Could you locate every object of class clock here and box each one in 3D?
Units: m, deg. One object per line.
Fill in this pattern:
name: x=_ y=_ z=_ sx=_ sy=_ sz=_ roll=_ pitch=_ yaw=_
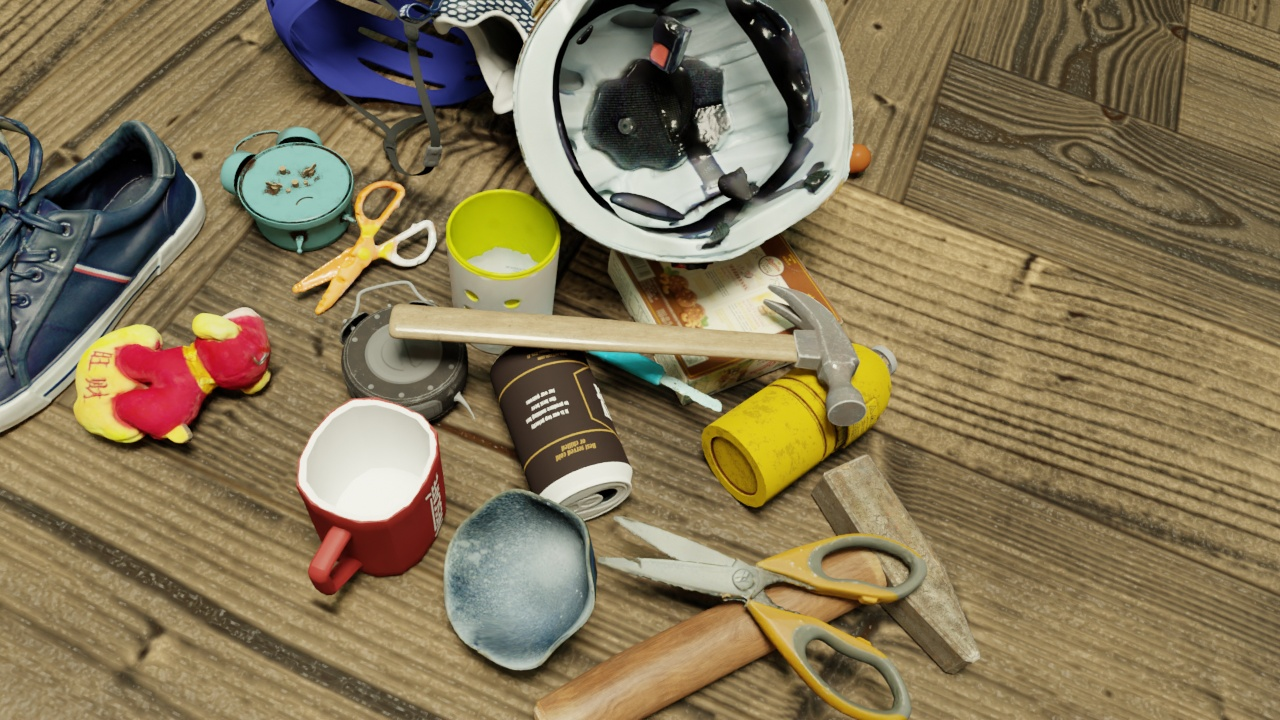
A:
clock: x=-0.290 y=-0.144 z=0.758 sx=0.089 sy=0.053 sz=0.124 roll=-32 pitch=68 yaw=-26
clock: x=-0.177 y=0.000 z=0.689 sx=0.091 sy=0.044 sz=0.122 roll=-15 pitch=61 yaw=-17

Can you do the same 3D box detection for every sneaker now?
sneaker: x=-0.081 y=-0.249 z=0.771 sx=0.103 sy=0.269 sz=0.132 roll=6 pitch=70 yaw=41
sneaker: x=-0.441 y=-0.069 z=0.649 sx=0.121 sy=0.127 sz=0.293 roll=26 pitch=60 yaw=7

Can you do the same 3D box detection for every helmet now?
helmet: x=-0.220 y=-0.265 z=0.783 sx=0.241 sy=0.148 sz=0.227 roll=11 pitch=54 yaw=-17
helmet: x=0.018 y=-0.191 z=0.710 sx=0.263 sy=0.164 sz=0.236 roll=-24 pitch=101 yaw=-16

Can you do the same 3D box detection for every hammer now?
hammer: x=-0.008 y=-0.014 z=0.654 sx=0.331 sy=0.031 sz=0.119 roll=2 pitch=46 yaw=-5
hammer: x=0.072 y=0.187 z=0.613 sx=0.300 sy=0.037 sz=0.158 roll=-20 pitch=63 yaw=-19

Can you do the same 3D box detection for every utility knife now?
utility knife: x=-0.004 y=0.004 z=0.706 sx=0.158 sy=0.015 sz=0.022 roll=29 pitch=54 yaw=29

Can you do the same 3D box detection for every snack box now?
snack box: x=0.067 y=-0.053 z=0.759 sx=0.146 sy=0.041 sz=0.143 roll=-20 pitch=63 yaw=-19

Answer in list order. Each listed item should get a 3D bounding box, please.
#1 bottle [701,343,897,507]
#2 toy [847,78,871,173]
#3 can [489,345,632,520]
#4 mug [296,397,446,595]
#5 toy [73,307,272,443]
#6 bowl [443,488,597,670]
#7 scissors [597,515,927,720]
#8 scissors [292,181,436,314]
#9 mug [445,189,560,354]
bottle: x=0.131 y=0.039 z=0.695 sx=0.163 sy=0.071 sz=0.071 roll=-31 pitch=67 yaw=-24
toy: x=0.175 y=-0.239 z=0.858 sx=0.065 sy=0.094 sz=0.127 roll=-2 pitch=93 yaw=32
can: x=-0.058 y=0.046 z=0.661 sx=0.071 sy=0.072 sz=0.128 roll=-15 pitch=62 yaw=-17
mug: x=-0.179 y=0.098 z=0.596 sx=0.080 sy=0.097 sz=0.116 roll=21 pitch=58 yaw=5
toy: x=-0.332 y=0.013 z=0.652 sx=0.137 sy=0.067 sz=0.105 roll=-20 pitch=67 yaw=-11
bowl: x=-0.070 y=0.141 z=0.601 sx=0.110 sy=0.055 sz=0.110 roll=-4 pitch=78 yaw=21
scissors: x=0.082 y=0.161 z=0.598 sx=0.225 sy=0.016 sz=0.165 roll=5 pitch=57 yaw=-4
scissors: x=-0.218 y=-0.078 z=0.744 sx=0.084 sy=0.012 sz=0.133 roll=39 pitch=76 yaw=-24
mug: x=-0.105 y=-0.066 z=0.704 sx=0.082 sy=0.106 sz=0.082 roll=4 pitch=58 yaw=-6
